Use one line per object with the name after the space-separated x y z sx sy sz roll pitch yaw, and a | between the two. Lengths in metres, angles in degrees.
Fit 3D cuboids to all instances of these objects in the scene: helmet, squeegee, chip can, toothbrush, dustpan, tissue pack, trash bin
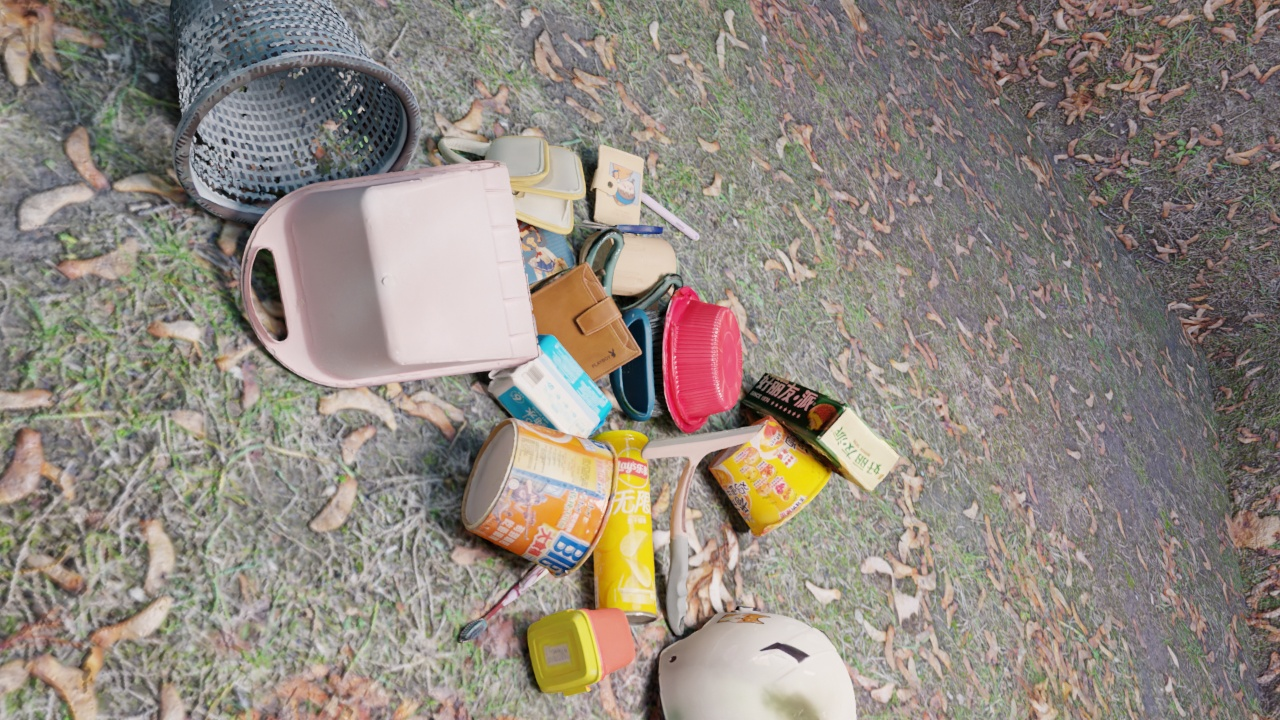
0.157 0.391 1.046 0.273 0.157 0.230 3 67 -44 | helmet
0.051 0.201 1.078 0.247 0.040 0.249 -1 100 -54 | squeegee
-0.021 0.189 1.046 0.072 0.072 0.213 19 56 -37 | chip can
0.019 -0.230 1.356 0.189 0.029 0.021 32 11 -30 | toothbrush
-0.122 0.236 0.961 0.187 0.017 0.016 -35 95 -48 | toothbrush
-0.249 -0.087 0.937 0.272 0.139 0.222 -12 95 -57 | dustpan
-0.103 0.042 1.052 0.140 0.063 0.089 49 46 -10 | tissue pack
-0.353 -0.274 0.891 0.226 0.227 0.195 -4 59 -45 | trash bin

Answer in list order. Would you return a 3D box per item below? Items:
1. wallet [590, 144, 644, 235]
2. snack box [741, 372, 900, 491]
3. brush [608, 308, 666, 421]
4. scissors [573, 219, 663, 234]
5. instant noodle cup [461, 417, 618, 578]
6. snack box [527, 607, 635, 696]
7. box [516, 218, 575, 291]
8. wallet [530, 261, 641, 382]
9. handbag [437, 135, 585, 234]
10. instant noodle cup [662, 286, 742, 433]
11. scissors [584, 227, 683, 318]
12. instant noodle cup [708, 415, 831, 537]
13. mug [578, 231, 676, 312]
-0.034 -0.240 1.289 0.087 0.024 0.115 14 77 -41 | wallet
0.238 0.091 1.246 0.114 0.240 0.063 42 86 -20 | snack box
-0.007 0.007 1.150 0.073 0.055 0.144 -7 97 -38 | brush
-0.045 -0.173 1.201 0.165 0.157 0.012 -1 93 -22 | scissors
-0.108 0.134 0.943 0.111 0.152 0.151 25 52 -23 | instant noodle cup
-0.058 0.295 0.940 0.080 0.091 0.082 5 65 -51 | snack box
-0.164 -0.116 1.084 0.183 0.059 0.090 -33 92 -50 | box
-0.069 -0.042 1.102 0.130 0.119 0.035 58 12 -2 | wallet
-0.157 -0.232 1.107 0.178 0.063 0.163 16 28 -16 | handbag
0.088 -0.001 1.199 0.193 0.066 0.194 0 90 -70 | instant noodle cup
-0.010 -0.089 1.168 0.179 0.019 0.170 -11 117 -35 | scissors
0.165 0.147 1.212 0.110 0.138 0.137 49 42 0 | instant noodle cup
-0.019 -0.106 1.214 0.103 0.084 0.124 2 93 -41 | mug
